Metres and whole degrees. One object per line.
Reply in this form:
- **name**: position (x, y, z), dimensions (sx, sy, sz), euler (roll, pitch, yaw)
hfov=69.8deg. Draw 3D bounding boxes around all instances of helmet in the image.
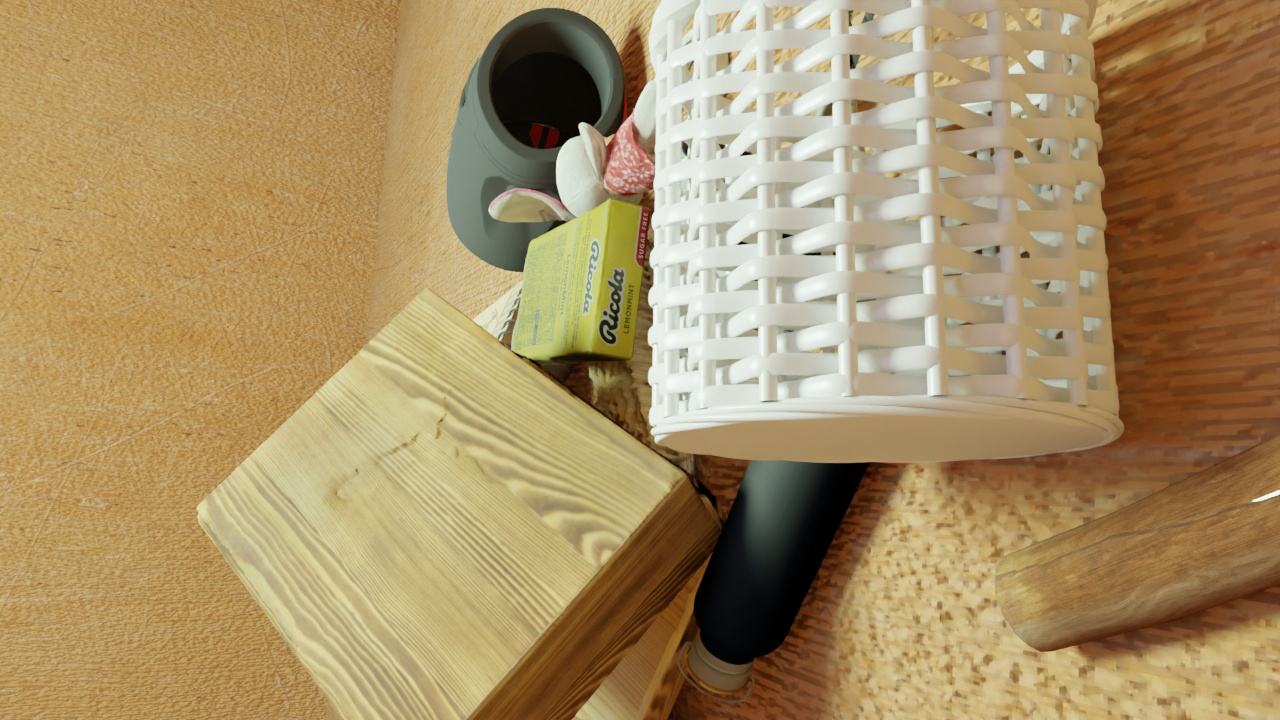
- **helmet**: position (-0.106, -0.203, 0.921), dimensions (0.170, 0.164, 0.264), euler (119, 165, -63)

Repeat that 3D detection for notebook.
- **notebook**: position (-0.179, 0.016, 0.938), dimensions (0.168, 0.024, 0.224), euler (-32, 28, 37)

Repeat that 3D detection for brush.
- **brush**: position (-0.005, 0.005, 0.767), dimensions (0.083, 0.056, 0.270), euler (-49, 41, 47)

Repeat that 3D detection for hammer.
- **hammer**: position (0.220, 0.026, 0.280), dimensions (0.302, 0.037, 0.157), euler (128, 141, -49)

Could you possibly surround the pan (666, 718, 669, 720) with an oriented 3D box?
- **pan**: position (0.007, 0.287, 0.697), dimensions (0.199, 0.021, 0.356), euler (147, 124, -59)

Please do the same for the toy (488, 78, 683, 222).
- **toy**: position (-0.027, -0.161, 0.774), dimensions (0.195, 0.158, 0.084), euler (-35, 71, 52)

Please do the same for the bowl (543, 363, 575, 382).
- **bowl**: position (-0.118, 0.000, 0.975), dimensions (0.145, 0.067, 0.144), euler (-39, 25, 21)

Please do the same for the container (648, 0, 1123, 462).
- **container**: position (0.097, -0.057, 0.394), dimensions (0.190, 0.189, 0.186), euler (158, 115, -63)

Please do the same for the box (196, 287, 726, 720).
- **box**: position (-0.087, 0.135, 0.667), dimensions (0.279, 0.264, 0.269), euler (33, 75, 38)

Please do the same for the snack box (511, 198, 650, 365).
- **snack box**: position (-0.053, -0.057, 0.769), dimensions (0.181, 0.045, 0.121), euler (-7, 75, 62)

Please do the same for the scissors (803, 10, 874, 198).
- **scissors**: position (0.118, -0.150, 0.539), dimensions (0.157, 0.012, 0.168), euler (176, 86, -79)

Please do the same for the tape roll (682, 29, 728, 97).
- **tape roll**: position (0.043, -0.230, 0.772), dimensions (0.094, 0.018, 0.094), euler (-173, 90, -66)

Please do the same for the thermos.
- **thermos**: position (0.076, 0.117, 0.550), dimensions (0.061, 0.061, 0.232), euler (-122, 44, -55)

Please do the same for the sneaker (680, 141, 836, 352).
- **sneaker**: position (0.061, -0.052, 0.617), dimensions (0.239, 0.088, 0.124), euler (-102, 25, -54)
